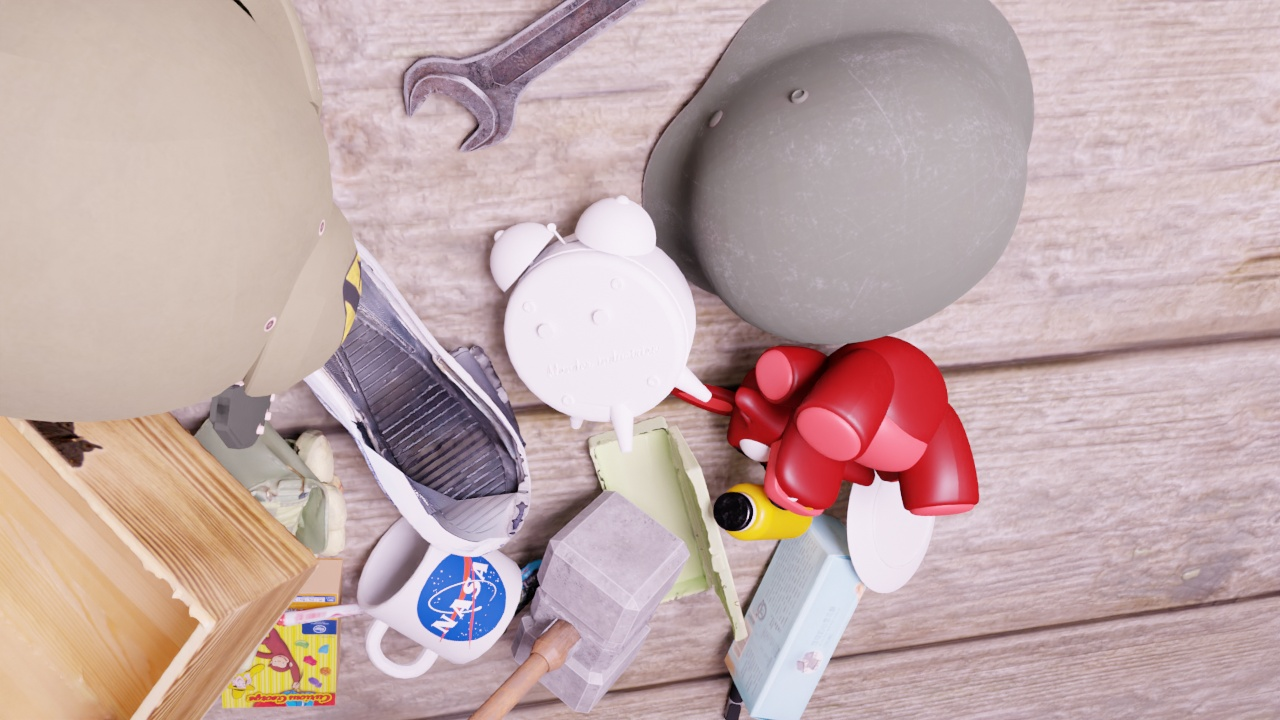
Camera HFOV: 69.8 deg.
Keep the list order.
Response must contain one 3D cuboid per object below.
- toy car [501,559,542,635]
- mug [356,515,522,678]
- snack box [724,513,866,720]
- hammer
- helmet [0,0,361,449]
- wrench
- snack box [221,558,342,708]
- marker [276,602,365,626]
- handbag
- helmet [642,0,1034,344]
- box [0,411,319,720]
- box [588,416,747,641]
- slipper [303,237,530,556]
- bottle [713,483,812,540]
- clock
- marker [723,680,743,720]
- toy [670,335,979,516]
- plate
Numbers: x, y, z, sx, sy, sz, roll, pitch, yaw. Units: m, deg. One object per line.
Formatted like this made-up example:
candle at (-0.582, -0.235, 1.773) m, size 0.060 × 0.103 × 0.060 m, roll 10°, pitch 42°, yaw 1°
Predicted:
toy car at (-0.117, 0.205, 0.773) m, size 0.032 × 0.048 × 0.105 m, roll 46°, pitch 106°, yaw 17°
mug at (-0.164, 0.187, 0.713) m, size 0.090 × 0.091 × 0.121 m, roll 42°, pitch 70°, yaw -29°
snack box at (0.136, 0.225, 0.803) m, size 0.053 × 0.075 × 0.175 m, roll 15°, pitch 107°, yaw -18°
hammer at (-0.099, 0.240, 0.641) m, size 0.083 × 0.316 × 0.163 m, roll 35°, pitch 131°, yaw 16°
helmet at (-0.255, -0.090, 0.434) m, size 0.250 × 0.255 × 0.233 m, roll 10°, pitch 120°, yaw -19°
wrench at (-0.024, -0.207, 0.535) m, size 0.274 × 0.010 × 0.070 m, roll -27°, pitch 126°, yaw 20°
snack box at (-0.292, 0.223, 0.748) m, size 0.088 × 0.040 × 0.126 m, roll 4°, pitch 119°, yaw -14°
marker at (-0.219, 0.196, 0.726) m, size 0.142 × 0.013 × 0.013 m, roll 5°, pitch 123°, yaw -46°
handbag at (-0.274, 0.128, 0.652) m, size 0.116 × 0.113 × 0.186 m, roll 10°, pitch 109°, yaw -47°
helmet at (0.128, -0.100, 0.579) m, size 0.268 × 0.153 × 0.227 m, roll -19°, pitch 123°, yaw 18°
box at (-0.423, 0.159, 0.464) m, size 0.279 × 0.335 × 0.287 m, roll 41°, pitch 110°, yaw 5°
box at (0.019, 0.143, 0.744) m, size 0.082 × 0.098 × 0.188 m, roll -18°, pitch 119°, yaw -2°
slipper at (-0.164, 0.021, 0.645) m, size 0.111 × 0.063 × 0.264 m, roll -33°, pitch 108°, yaw 10°
bottle at (0.096, 0.119, 0.720) m, size 0.043 × 0.043 × 0.143 m, roll -43°, pitch 156°, yaw 14°
clock at (-0.029, -0.022, 0.618) m, size 0.125 × 0.072 × 0.161 m, roll -13°, pitch 114°, yaw 18°
marker at (0.100, 0.297, 0.886) m, size 0.016 × 0.016 × 0.141 m, roll 2°, pitch 120°, yaw -13°
toy at (0.129, 0.051, 0.662) m, size 0.158 × 0.198 × 0.120 m, roll 29°, pitch 68°, yaw -27°
plate at (0.215, 0.127, 0.762) m, size 0.134 × 0.011 × 0.134 m, roll -3°, pitch 94°, yaw -43°
